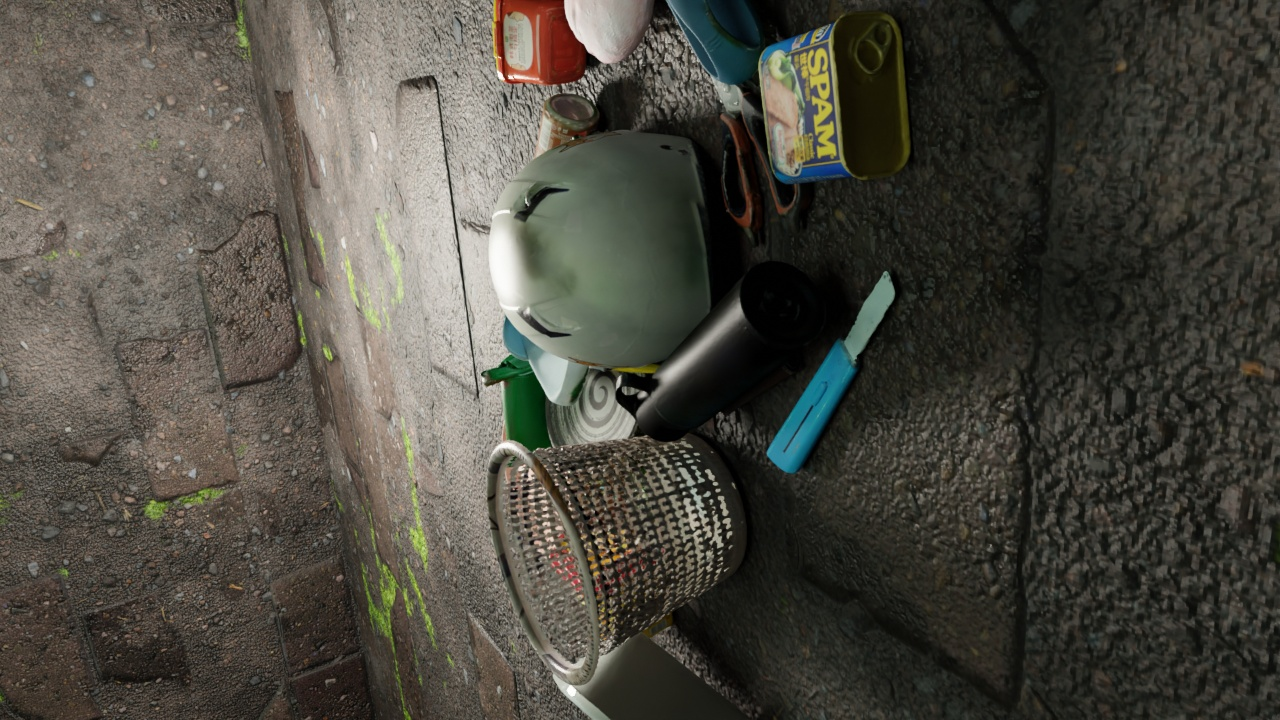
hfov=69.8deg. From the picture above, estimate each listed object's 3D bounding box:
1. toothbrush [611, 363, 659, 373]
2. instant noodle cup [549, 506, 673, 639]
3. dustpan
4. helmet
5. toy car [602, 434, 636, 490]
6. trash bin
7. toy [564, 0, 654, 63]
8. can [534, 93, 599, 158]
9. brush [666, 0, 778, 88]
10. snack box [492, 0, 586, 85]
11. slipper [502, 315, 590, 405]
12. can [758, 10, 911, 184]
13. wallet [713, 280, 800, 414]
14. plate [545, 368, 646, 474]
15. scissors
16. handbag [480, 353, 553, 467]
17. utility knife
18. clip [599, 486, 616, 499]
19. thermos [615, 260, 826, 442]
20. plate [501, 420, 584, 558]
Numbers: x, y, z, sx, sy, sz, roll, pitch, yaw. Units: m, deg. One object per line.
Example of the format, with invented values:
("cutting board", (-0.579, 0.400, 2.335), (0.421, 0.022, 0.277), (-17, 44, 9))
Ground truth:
("toothbrush", (-0.006, 0.005, 0.926), (0.190, 0.016, 0.015), (7, 84, 52))
("instant noodle cup", (-0.024, 0.247, 1.022), (0.116, 0.115, 0.124), (25, 136, 55))
("dustpan", (-0.004, 0.395, 0.942), (0.222, 0.142, 0.259), (37, 134, 7))
("helmet", (-0.058, -0.096, 0.835), (0.274, 0.156, 0.230), (11, 106, 55))
("toy car", (-0.024, 0.104, 1.023), (0.042, 0.035, 0.090), (28, 124, 56))
("trash bin", (-0.017, 0.162, 0.870), (0.227, 0.191, 0.228), (35, 133, 50))
("toy", (-0.021, -0.343, 0.795), (0.121, 0.054, 0.160), (53, 139, 33))
("can", (-0.084, -0.204, 0.966), (0.058, 0.057, 0.148), (57, 147, 31))
("brush", (0.047, -0.267, 0.680), (0.055, 0.073, 0.143), (-35, 71, 33))
("snack box", (-0.100, -0.322, 0.921), (0.080, 0.081, 0.091), (29, 129, 41))
("slipper", (-0.114, -0.039, 1.024), (0.104, 0.074, 0.245), (-65, 30, 27))
("can", (0.126, -0.169, 0.607), (0.083, 0.057, 0.102), (11, 112, 62))
("wallet", (0.086, -0.015, 0.789), (0.123, 0.020, 0.096), (-40, 64, 60))
("plate", (-0.045, 0.037, 1.002), (0.180, 0.024, 0.179), (-18, 66, 48))
("scissors", (0.073, -0.194, 0.733), (0.202, 0.015, 0.205), (43, 139, 45))
("handbag", (-0.134, 0.054, 1.106), (0.068, 0.120, 0.131), (7, 108, 39))
("utility knife", (0.145, 0.015, 0.699), (0.034, 0.018, 0.217), (57, 145, 32))
("clip", (-0.036, 0.153, 1.091), (0.038, 0.013, 0.056), (63, 151, 21))
("thermos", (0.050, 0.003, 0.745), (0.243, 0.090, 0.068), (133, 144, -59))
("plate", (-0.131, 0.167, 1.253), (0.229, 0.028, 0.230), (33, 130, 50))
